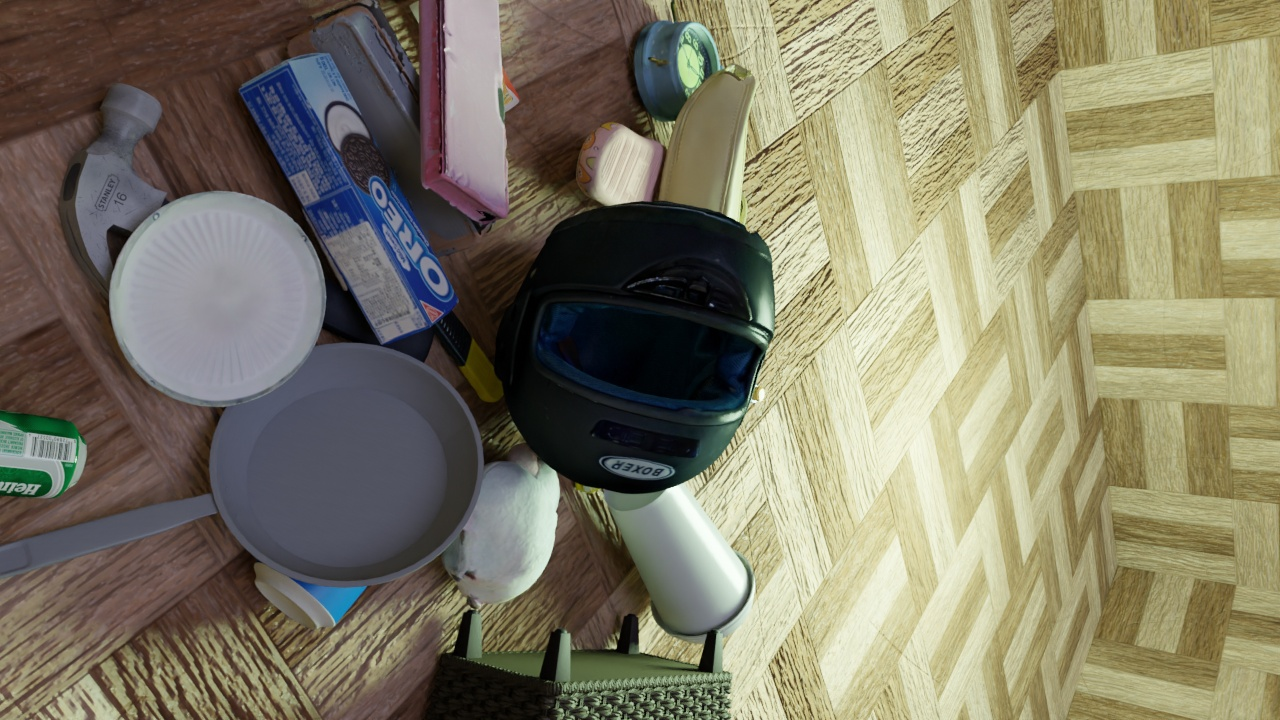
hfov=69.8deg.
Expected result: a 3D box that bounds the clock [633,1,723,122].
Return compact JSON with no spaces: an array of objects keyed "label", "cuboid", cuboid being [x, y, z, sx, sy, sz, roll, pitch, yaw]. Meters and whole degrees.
[{"label":"clock","cuboid":[0.053,-0.335,1.097,0.162,0.060,0.118,42,59,-48]}]

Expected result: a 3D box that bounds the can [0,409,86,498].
[{"label":"can","cuboid":[-0.405,0.056,0.569,0.101,0.053,0.053,18,78,-50]}]

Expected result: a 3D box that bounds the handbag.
[{"label":"handbag","cuboid":[0.079,-0.208,1.070,0.190,0.088,0.233,-63,161,-43]}]

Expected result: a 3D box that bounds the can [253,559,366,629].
[{"label":"can","cuboid":[-0.240,0.142,0.753,0.145,0.079,0.079,-54,130,-34]}]

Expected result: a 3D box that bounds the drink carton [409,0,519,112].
[{"label":"drink carton","cuboid":[-0.163,-0.289,0.862,0.069,0.039,0.122,-47,120,-37]}]

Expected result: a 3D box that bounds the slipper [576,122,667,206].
[{"label":"slipper","cuboid":[-0.034,-0.206,0.985,0.093,0.081,0.197,-69,164,9]}]

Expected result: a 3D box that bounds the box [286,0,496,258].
[{"label":"box","cuboid":[-0.205,-0.188,0.776,0.216,0.081,0.062,62,32,-31]}]

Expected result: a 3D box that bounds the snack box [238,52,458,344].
[{"label":"snack box","cuboid":[-0.229,-0.127,0.735,0.226,0.060,0.059,65,24,-16]}]

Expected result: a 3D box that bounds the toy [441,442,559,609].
[{"label":"toy","cuboid":[-0.122,0.149,0.890,0.179,0.101,0.139,-54,145,-56]}]

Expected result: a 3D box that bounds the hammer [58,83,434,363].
[{"label":"hammer","cuboid":[-0.286,-0.071,0.723,0.312,0.035,0.139,31,70,-47]}]

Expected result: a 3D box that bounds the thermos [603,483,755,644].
[{"label":"thermos","cuboid":[0.041,0.214,1.050,0.131,0.132,0.222,-54,131,-34]}]

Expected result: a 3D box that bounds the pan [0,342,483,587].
[{"label":"pan","cuboid":[-0.289,0.099,0.676,0.355,0.051,0.200,-17,70,-28]}]

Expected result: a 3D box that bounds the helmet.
[{"label":"helmet","cuboid":[-0.005,0.005,0.850,0.249,0.317,0.235,13,83,-17]}]

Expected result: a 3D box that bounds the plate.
[{"label":"plate","cuboid":[-0.304,-0.044,0.669,0.156,0.014,0.157,-13,108,-47]}]

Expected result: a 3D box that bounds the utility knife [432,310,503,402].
[{"label":"utility knife","cuboid":[-0.186,-0.041,0.854,0.028,0.020,0.213,-56,132,-34]}]

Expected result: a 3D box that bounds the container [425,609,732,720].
[{"label":"container","cuboid":[-0.052,0.367,0.922,0.320,0.177,0.204,20,73,-49]}]

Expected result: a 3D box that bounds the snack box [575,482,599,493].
[{"label":"snack box","cuboid":[-0.021,0.101,1.057,0.148,0.026,0.061,-18,105,-49]}]

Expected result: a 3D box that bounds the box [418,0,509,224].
[{"label":"box","cuboid":[-0.150,-0.234,0.775,0.098,0.037,0.232,35,46,-60]}]

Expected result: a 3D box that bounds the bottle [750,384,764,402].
[{"label":"bottle","cuboid":[0.090,0.037,1.104,0.048,0.131,0.048,-4,95,-50]}]
